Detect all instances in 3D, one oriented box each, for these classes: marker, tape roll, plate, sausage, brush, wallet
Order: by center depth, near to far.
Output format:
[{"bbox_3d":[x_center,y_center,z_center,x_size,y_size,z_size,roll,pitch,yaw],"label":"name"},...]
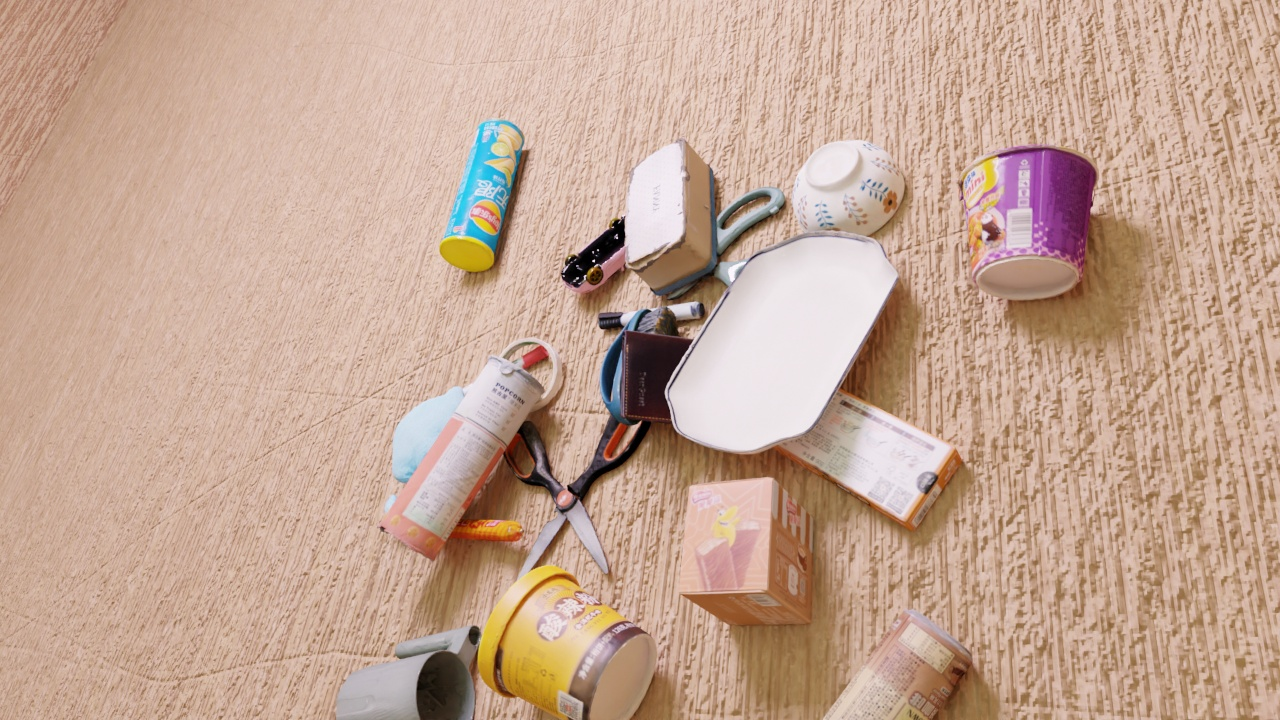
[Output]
[{"bbox_3d":[0.134,-0.016,0.851,0.162,0.034,0.265,13,59,37],"label":"plate"},{"bbox_3d":[0.042,0.020,0.883,0.122,0.020,0.096,6,58,-9],"label":"wallet"},{"bbox_3d":[-0.005,0.005,0.940,0.074,0.055,0.143,-10,45,29],"label":"brush"},{"bbox_3d":[-0.178,0.178,0.965,0.165,0.021,0.021,-7,57,40],"label":"sausage"},{"bbox_3d":[0.010,-0.049,0.999,0.131,0.022,0.018,-7,48,32],"label":"marker"},{"bbox_3d":[-0.129,0.017,1.040,0.086,0.014,0.085,-8,71,24],"label":"tape roll"},{"bbox_3d":[-0.172,0.021,1.079,0.145,0.017,0.017,-28,49,16],"label":"marker"}]

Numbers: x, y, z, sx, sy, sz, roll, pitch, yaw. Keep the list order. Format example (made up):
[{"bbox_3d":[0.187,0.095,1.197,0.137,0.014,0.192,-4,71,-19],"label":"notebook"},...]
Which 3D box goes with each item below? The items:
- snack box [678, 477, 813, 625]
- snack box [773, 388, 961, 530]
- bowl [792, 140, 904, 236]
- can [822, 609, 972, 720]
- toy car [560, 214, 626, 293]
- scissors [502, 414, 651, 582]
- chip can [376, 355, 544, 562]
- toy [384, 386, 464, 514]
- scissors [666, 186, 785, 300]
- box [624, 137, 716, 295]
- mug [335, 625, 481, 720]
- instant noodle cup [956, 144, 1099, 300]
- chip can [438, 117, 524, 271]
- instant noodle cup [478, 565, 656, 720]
[{"bbox_3d":[0.090,0.160,0.757,0.077,0.093,0.094,-10,56,29],"label":"snack box"},{"bbox_3d":[0.189,0.076,0.790,0.154,0.026,0.075,30,80,43],"label":"snack box"},{"bbox_3d":[0.203,-0.180,0.927,0.114,0.062,0.113,-16,54,24],"label":"bowl"},{"bbox_3d":[0.183,0.242,0.663,0.116,0.058,0.058,-51,47,-5],"label":"can"},{"bbox_3d":[-0.039,-0.123,1.072,0.122,0.037,0.056,-42,47,-14],"label":"toy car"},{"bbox_3d":[-0.077,0.124,0.943,0.221,0.021,0.233,29,79,43],"label":"scissors"},{"bbox_3d":[-0.187,0.102,0.964,0.071,0.071,0.214,17,69,40],"label":"chip can"},{"bbox_3d":[-0.244,0.105,1.047,0.161,0.050,0.156,-50,48,-6],"label":"toy"},{"bbox_3d":[0.099,-0.128,0.993,0.177,0.019,0.171,-10,57,31],"label":"scissors"},{"bbox_3d":[0.033,-0.156,1.014,0.090,0.062,0.184,-23,48,32],"label":"box"},{"bbox_3d":[-0.218,0.314,0.885,0.104,0.084,0.123,-19,25,25],"label":"mug"},{"bbox_3d":[0.326,-0.110,0.773,0.112,0.111,0.099,-4,68,32],"label":"instant noodle cup"},{"bbox_3d":[-0.209,-0.224,1.229,0.071,0.071,0.209,-9,56,30],"label":"chip can"},{"bbox_3d":[-0.058,0.253,0.787,0.114,0.118,0.118,20,74,33],"label":"instant noodle cup"}]
